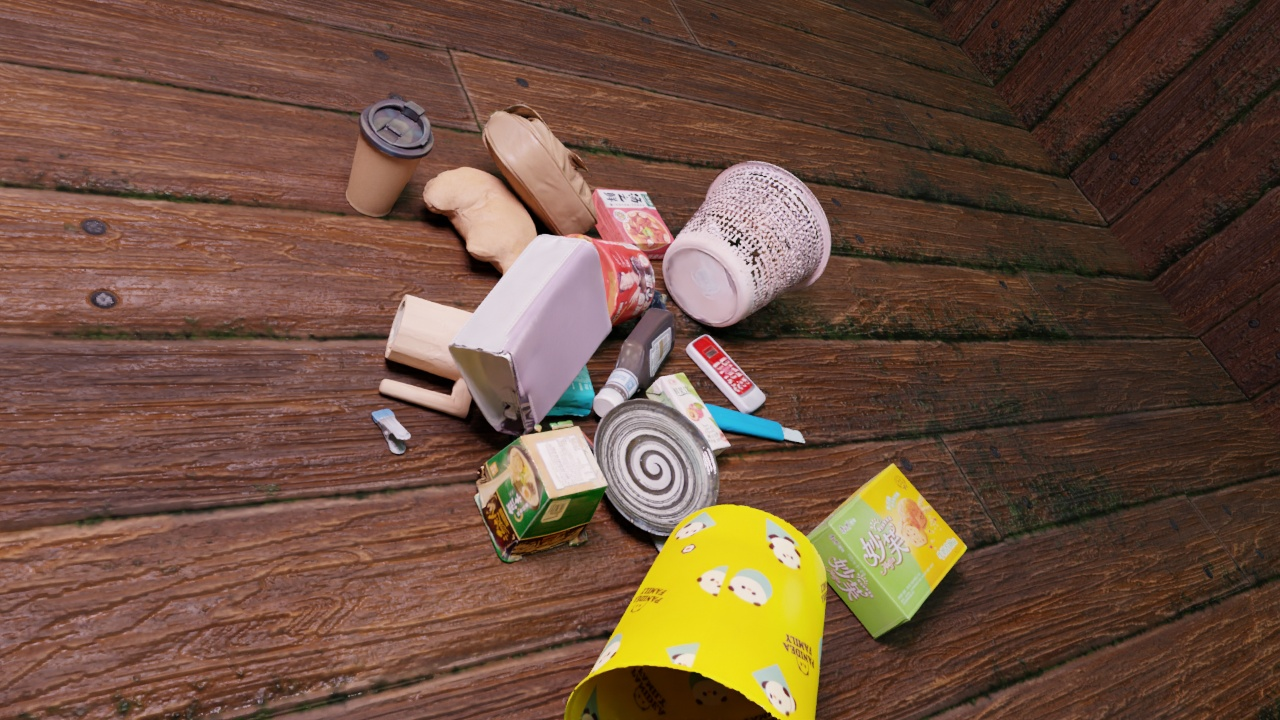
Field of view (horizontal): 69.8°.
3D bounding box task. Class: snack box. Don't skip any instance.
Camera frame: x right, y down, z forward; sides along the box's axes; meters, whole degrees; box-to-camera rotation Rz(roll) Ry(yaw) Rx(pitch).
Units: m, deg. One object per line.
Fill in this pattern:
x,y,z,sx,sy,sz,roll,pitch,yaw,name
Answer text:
-0.103,0.138,0.999,0.118,0.106,0.117,-8,60,-40,snack box
0.332,0.253,1.246,0.157,0.070,0.209,51,41,13,snack box
-0.007,-0.213,1.437,0.126,0.044,0.113,-7,58,-41,snack box

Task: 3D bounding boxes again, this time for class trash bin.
0.145,-0.160,1.394,0.227,0.228,0.191,44,53,5,trash bin
0.078,0.293,0.914,0.229,0.230,0.254,37,35,-3,trash bin

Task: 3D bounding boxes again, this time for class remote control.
0.125,0.020,1.343,0.136,0.020,0.055,48,40,11,remote control

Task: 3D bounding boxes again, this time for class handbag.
-0.118,-0.029,1.036,0.099,0.145,0.196,9,47,28,handbag
-0.135,-0.264,1.288,0.147,0.100,0.204,52,-1,39,handbag

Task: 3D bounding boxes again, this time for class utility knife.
0.161,0.094,1.303,0.187,0.018,0.034,14,58,-27,utility knife

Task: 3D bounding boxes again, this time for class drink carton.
0.062,0.078,1.222,0.053,0.046,0.122,-12,62,-49,drink carton

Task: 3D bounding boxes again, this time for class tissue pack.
-0.115,0.011,1.149,0.093,0.050,0.133,6,51,-35,tissue pack

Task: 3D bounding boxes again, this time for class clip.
-0.272,0.075,1.002,0.024,0.026,0.056,-12,49,-45,clip

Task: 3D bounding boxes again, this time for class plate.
0.017,0.132,1.123,0.179,0.024,0.179,17,53,-24,plate

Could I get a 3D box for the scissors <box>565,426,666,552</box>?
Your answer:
-0.006,0.149,1.131,0.188,0.015,0.226,15,45,-26,scissors

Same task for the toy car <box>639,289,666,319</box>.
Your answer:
0.017,-0.070,1.333,0.043,0.034,0.090,13,45,-24,toy car

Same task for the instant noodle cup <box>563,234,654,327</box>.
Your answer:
-0.052,-0.103,1.242,0.108,0.138,0.138,-13,62,-52,instant noodle cup

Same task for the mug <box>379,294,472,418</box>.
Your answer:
-0.238,-0.005,1.061,0.103,0.084,0.124,18,71,-21,mug

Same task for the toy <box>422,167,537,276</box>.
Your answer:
-0.193,-0.168,1.238,0.226,0.083,0.143,51,42,7,toy

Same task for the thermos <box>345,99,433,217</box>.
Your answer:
-0.323,-0.254,1.163,0.093,0.144,0.092,19,45,-21,thermos

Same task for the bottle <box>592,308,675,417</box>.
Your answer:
-0.007,0.007,1.213,0.044,0.080,0.194,12,38,20,bottle
